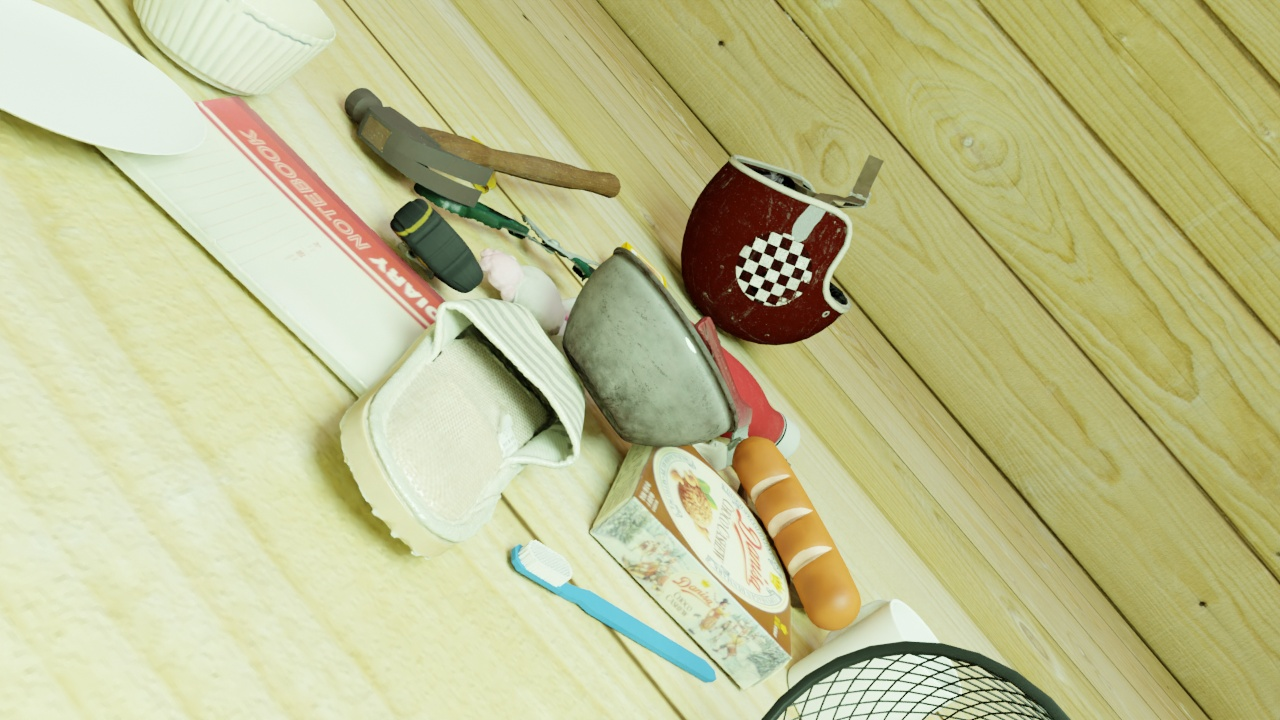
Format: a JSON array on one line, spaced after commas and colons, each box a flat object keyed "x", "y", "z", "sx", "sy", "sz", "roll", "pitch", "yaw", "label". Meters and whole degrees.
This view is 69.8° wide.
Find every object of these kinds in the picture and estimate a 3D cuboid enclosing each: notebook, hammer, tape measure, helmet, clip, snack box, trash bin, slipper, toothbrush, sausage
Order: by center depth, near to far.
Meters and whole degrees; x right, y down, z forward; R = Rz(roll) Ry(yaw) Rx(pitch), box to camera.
[{"x": 0.168, "y": 0.266, "z": 0.442, "sx": 0.210, "sy": 0.184, "sz": 0.183, "roll": 44, "pitch": 18, "yaw": -34, "label": "trash bin"}, {"x": -0.083, "y": 0.021, "z": 0.513, "sx": 0.114, "sy": 0.054, "sz": 0.272, "roll": 52, "pitch": 16, "yaw": -5, "label": "slipper"}, {"x": -0.008, "y": 0.145, "z": 0.517, "sx": 0.166, "sy": 0.014, "sz": 0.016, "roll": 39, "pitch": 21, "yaw": -30, "label": "toothbrush"}, {"x": -0.188, "y": -0.065, "z": 0.521, "sx": 0.209, "sy": 0.012, "sz": 0.152, "roll": 46, "pitch": 18, "yaw": -11, "label": "notebook"}, {"x": -0.137, "y": -0.075, "z": 0.603, "sx": 0.062, "sy": 0.034, "sz": 0.061, "roll": 38, "pitch": -11, "yaw": 48, "label": "tape measure"}, {"x": 0.042, "y": 0.126, "z": 0.629, "sx": 0.147, "sy": 0.041, "sz": 0.143, "roll": 47, "pitch": 18, "yaw": -5, "label": "snack box"}, {"x": 0.111, "y": 0.121, "z": 0.664, "sx": 0.044, "sy": 0.039, "sz": 0.164, "roll": 36, "pitch": 21, "yaw": -44, "label": "sausage"}, {"x": -0.110, "y": -0.170, "z": 0.800, "sx": 0.115, "sy": 0.033, "sz": 0.322, "roll": 41, "pitch": 21, "yaw": 21, "label": "hammer"}, {"x": -0.140, "y": -0.174, "z": 0.831, "sx": 0.054, "sy": 0.046, "sz": 0.048, "roll": 37, "pitch": -3, "yaw": -37, "label": "clip"}, {"x": 0.172, "y": -0.147, "z": 1.132, "sx": 0.233, "sy": 0.254, "sz": 0.233, "roll": 19, "pitch": 20, "yaw": -11, "label": "helmet"}]

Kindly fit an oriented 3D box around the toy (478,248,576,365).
[{"x": -0.076, "y": -0.042, "z": 0.698, "sx": 0.122, "sy": 0.038, "sz": 0.079, "roll": 40, "pitch": 29, "yaw": -34, "label": "toy"}]

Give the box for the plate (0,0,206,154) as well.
[{"x": -0.275, "y": -0.134, "z": 0.432, "sx": 0.134, "sy": 0.011, "sz": 0.134, "roll": 33, "pitch": 20, "yaw": -14, "label": "plate"}]

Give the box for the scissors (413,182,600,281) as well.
[{"x": -0.084, "y": -0.091, "z": 0.738, "sx": 0.204, "sy": 0.015, "sz": 0.201, "roll": 19, "pitch": 17, "yaw": -40, "label": "scissors"}]

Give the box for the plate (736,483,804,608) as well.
[{"x": 0.118, "y": 0.153, "z": 0.766, "sx": 0.131, "sy": 0.025, "sz": 0.131, "roll": 41, "pitch": 24, "yaw": -23, "label": "plate"}]

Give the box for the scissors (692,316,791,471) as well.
[{"x": 0.063, "y": 0.057, "z": 0.772, "sx": 0.178, "sy": 0.015, "sz": 0.198, "roll": -19, "pitch": 108, "yaw": -38, "label": "scissors"}]

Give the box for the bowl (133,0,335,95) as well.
[{"x": -0.257, "y": -0.214, "z": 0.569, "sx": 0.115, "sy": 0.063, "sz": 0.115, "roll": 38, "pitch": 18, "yaw": -16, "label": "bowl"}]

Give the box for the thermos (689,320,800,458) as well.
[{"x": 0.065, "y": 0.027, "z": 0.829, "sx": 0.239, "sy": 0.073, "sz": 0.073, "roll": 36, "pitch": 22, "yaw": -36, "label": "thermos"}]

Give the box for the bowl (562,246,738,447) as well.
[{"x": -0.004, "y": 0.003, "z": 0.609, "sx": 0.145, "sy": 0.067, "sz": 0.145, "roll": 56, "pitch": -8, "yaw": 11, "label": "bowl"}]

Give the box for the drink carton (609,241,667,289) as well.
[{"x": -0.004, "y": -0.061, "z": 0.895, "sx": 0.058, "sy": 0.040, "sz": 0.122, "roll": 41, "pitch": 20, "yaw": -24, "label": "drink carton"}]

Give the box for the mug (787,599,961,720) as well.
[{"x": 0.162, "y": 0.214, "z": 0.649, "sx": 0.074, "sy": 0.091, "sz": 0.110, "roll": 45, "pitch": 19, "yaw": -12, "label": "mug"}]
